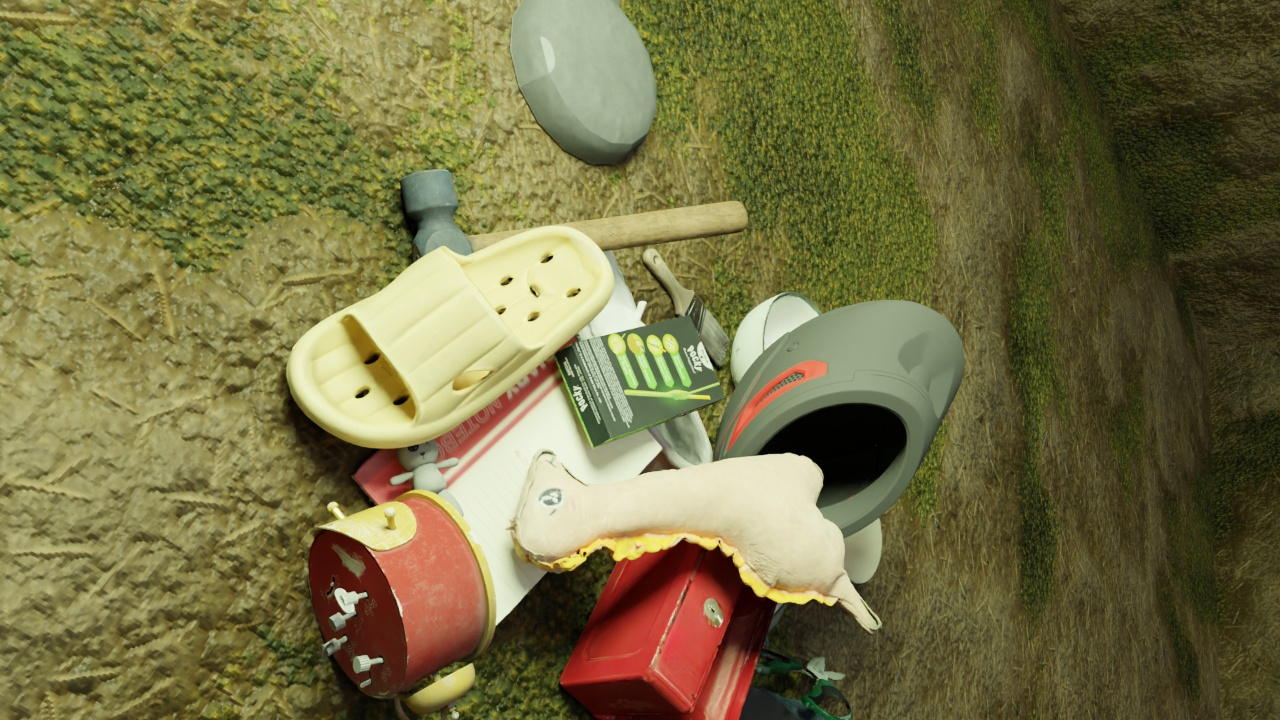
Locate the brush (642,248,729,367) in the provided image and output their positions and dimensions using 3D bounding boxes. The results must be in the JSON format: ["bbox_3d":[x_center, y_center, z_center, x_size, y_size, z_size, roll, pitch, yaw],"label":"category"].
[{"bbox_3d":[0.048,-0.056,0.948,0.151,0.012,0.038,49,48,-27],"label":"brush"}]

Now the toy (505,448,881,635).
[{"bbox_3d":[0.040,0.137,0.686,0.263,0.065,0.196,-7,56,-25],"label":"toy"}]

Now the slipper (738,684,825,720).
[{"bbox_3d":[0.128,0.374,0.880,0.265,0.083,0.109,30,86,-19],"label":"slipper"}]

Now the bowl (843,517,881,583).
[{"bbox_3d":[0.216,0.192,1.031,0.115,0.063,0.115,16,68,-46],"label":"bowl"}]

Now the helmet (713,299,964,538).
[{"bbox_3d":[0.174,0.047,0.844,0.164,0.265,0.169,51,13,-19],"label":"helmet"}]

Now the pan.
[{"bbox_3d":[-0.031,-0.361,0.919,0.178,0.041,0.356,32,57,-39],"label":"pan"}]

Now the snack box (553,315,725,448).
[{"bbox_3d":[0.003,0.014,0.760,0.147,0.025,0.080,-16,80,-47],"label":"snack box"}]

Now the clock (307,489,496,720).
[{"bbox_3d":[-0.157,0.166,0.581,0.081,0.117,0.159,-17,99,-46],"label":"clock"}]

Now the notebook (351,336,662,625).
[{"bbox_3d":[-0.092,0.077,0.701,0.208,0.012,0.153,-44,101,-32],"label":"notebook"}]

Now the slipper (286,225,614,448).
[{"bbox_3d":[-0.114,-0.032,0.644,0.260,0.079,0.111,-33,84,-33],"label":"slipper"}]

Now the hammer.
[{"bbox_3d":[-0.037,-0.105,0.781,0.321,0.040,0.129,-13,91,-32],"label":"hammer"}]

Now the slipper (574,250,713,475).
[{"bbox_3d":[-0.005,0.005,0.836,0.247,0.075,0.112,66,26,-9],"label":"slipper"}]

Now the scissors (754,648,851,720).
[{"bbox_3d":[0.155,0.314,0.940,0.015,0.142,0.209,-66,164,1],"label":"scissors"}]

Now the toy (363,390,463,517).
[{"bbox_3d":[-0.155,0.064,0.641,0.049,0.030,0.111,-17,76,-27],"label":"toy"}]

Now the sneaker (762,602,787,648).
[{"bbox_3d":[0.151,0.170,0.952,0.262,0.097,0.129,-51,129,-44],"label":"sneaker"}]

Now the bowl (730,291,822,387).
[{"bbox_3d":[0.151,0.006,1.001,0.153,0.073,0.153,16,69,-46],"label":"bowl"}]

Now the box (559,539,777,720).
[{"bbox_3d":[0.020,0.220,0.754,0.112,0.135,0.157,51,46,-29],"label":"box"}]
